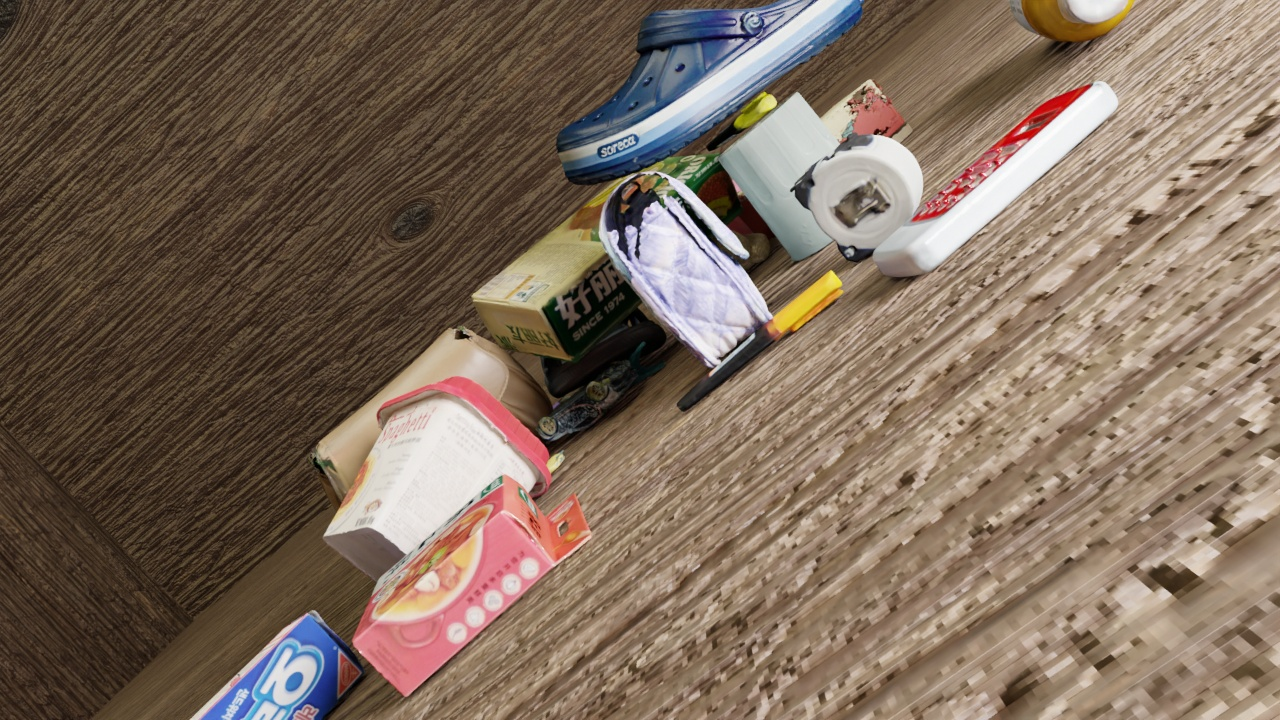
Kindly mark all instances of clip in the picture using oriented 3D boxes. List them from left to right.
[{"bbox_3d":[-0.003,0.007,0.768,0.056,0.038,0.013,-42,2,45],"label":"clip"}]

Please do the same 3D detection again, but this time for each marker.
[{"bbox_3d":[0.079,-0.193,0.749,0.018,0.015,0.124,-38,7,-15],"label":"marker"},{"bbox_3d":[0.069,-0.008,0.546,0.124,0.015,0.018,-40,6,18],"label":"marker"}]

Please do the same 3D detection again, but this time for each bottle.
[{"bbox_3d":[0.301,-0.258,0.640,0.068,0.068,0.189,-37,9,25],"label":"bottle"}]

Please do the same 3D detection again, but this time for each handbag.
[{"bbox_3d":[-0.173,0.075,0.785,0.204,0.148,0.100,-44,46,-12],"label":"handbag"},{"bbox_3d":[0.030,-0.075,0.656,0.075,0.134,0.193,-40,9,7],"label":"handbag"}]

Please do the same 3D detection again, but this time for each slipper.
[{"bbox_3d":[-0.057,-0.020,0.882,0.110,0.083,0.268,-28,2,-12],"label":"slipper"},{"bbox_3d":[0.042,-0.218,0.670,0.253,0.095,0.105,-31,11,2],"label":"slipper"}]

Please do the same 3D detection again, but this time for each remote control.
[{"bbox_3d":[0.178,-0.092,0.469,0.136,0.020,0.056,-40,9,-3],"label":"remote control"}]

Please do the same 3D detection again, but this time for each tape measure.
[{"bbox_3d":[0.135,-0.102,0.556,0.066,0.066,0.033,-36,13,42],"label":"tape measure"}]

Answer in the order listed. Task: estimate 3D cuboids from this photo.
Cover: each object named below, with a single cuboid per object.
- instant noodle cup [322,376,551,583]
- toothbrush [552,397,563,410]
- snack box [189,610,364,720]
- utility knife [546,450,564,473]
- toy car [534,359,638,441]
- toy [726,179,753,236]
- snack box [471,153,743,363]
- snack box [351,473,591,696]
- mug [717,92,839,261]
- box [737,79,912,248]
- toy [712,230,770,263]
[{"bbox_3d":[-0.145,0.093,0.640,0.117,0.116,0.123,-19,32,43],"label":"instant noodle cup"},{"bbox_3d":[-0.127,0.087,0.952,0.014,0.017,0.188,-19,17,38],"label":"toothbrush"},{"bbox_3d":[-0.255,0.241,0.530,0.058,0.057,0.206,-35,9,47],"label":"snack box"},{"bbox_3d":[-0.116,0.118,0.725,0.152,0.018,0.031,-34,15,14],"label":"utility knife"},{"bbox_3d":[-0.044,0.036,0.758,0.106,0.031,0.048,-34,5,35],"label":"toy car"},{"bbox_3d":[0.085,-0.143,0.999,0.194,0.074,0.179,-29,-9,-8],"label":"toy"},{"bbox_3d":[-0.026,-0.097,0.819,0.115,0.063,0.239,10,45,48],"label":"snack box"},{"bbox_3d":[-0.094,0.113,0.522,0.127,0.044,0.113,-41,8,-5],"label":"snack box"},{"bbox_3d":[0.121,-0.146,0.735,0.084,0.103,0.124,-40,9,3],"label":"mug"},{"bbox_3d":[0.164,-0.190,0.866,0.168,0.079,0.091,-43,8,-16],"label":"box"},{"bbox_3d":[0.060,-0.088,0.892,0.105,0.066,0.158,-7,-10,-38],"label":"toy"}]
